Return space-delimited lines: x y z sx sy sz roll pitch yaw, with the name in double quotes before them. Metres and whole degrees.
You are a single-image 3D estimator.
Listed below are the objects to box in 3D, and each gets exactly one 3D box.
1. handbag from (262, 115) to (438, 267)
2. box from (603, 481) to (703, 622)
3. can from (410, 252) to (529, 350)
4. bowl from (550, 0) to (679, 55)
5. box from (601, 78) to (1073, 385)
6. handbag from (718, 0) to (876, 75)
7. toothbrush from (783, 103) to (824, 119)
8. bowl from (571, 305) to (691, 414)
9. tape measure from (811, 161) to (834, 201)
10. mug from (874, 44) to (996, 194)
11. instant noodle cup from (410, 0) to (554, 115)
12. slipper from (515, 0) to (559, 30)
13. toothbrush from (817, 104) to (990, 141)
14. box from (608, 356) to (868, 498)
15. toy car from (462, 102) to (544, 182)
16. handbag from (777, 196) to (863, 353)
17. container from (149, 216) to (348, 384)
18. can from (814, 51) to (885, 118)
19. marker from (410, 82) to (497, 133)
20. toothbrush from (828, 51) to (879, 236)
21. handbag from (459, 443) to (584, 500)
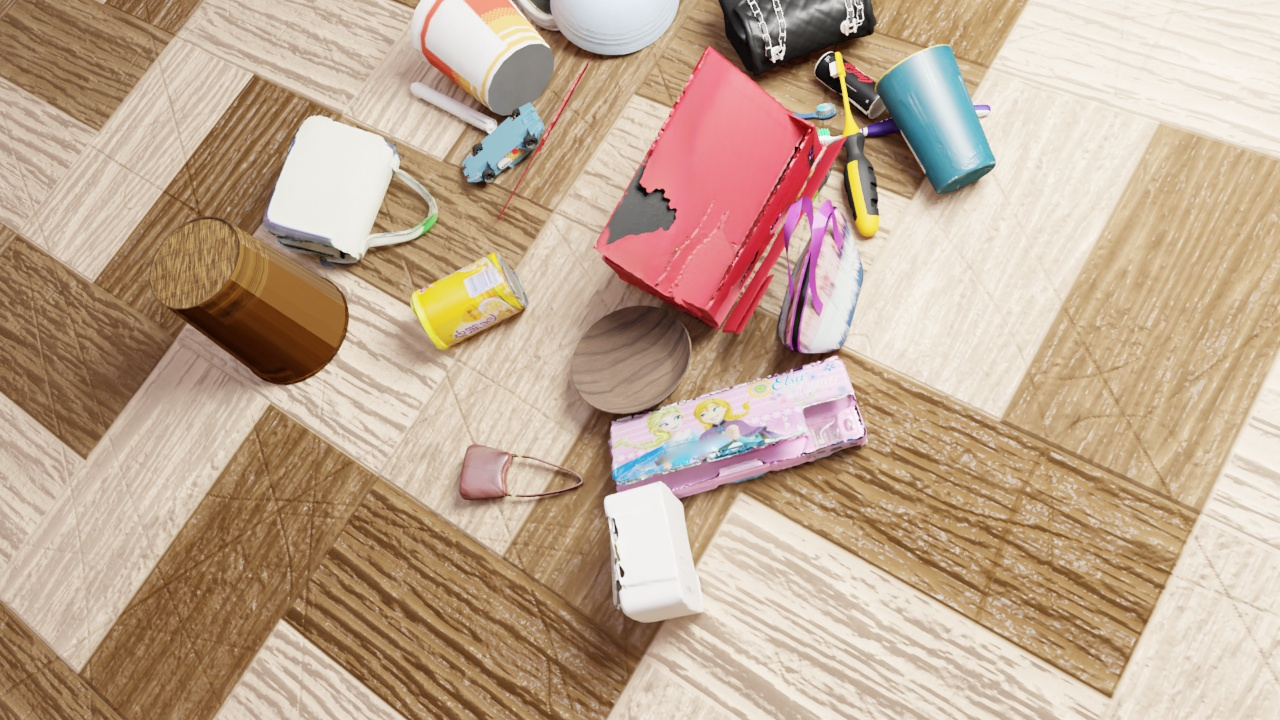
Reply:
"handbag" -0.315 -0.178 1.038 0.176 0.074 0.151 15 74 0
"box" -0.010 0.172 0.789 0.102 0.102 0.108 -18 67 10
"can" -0.175 -0.061 0.944 0.105 0.068 0.067 -26 65 4
"bowl" -0.030 -0.428 1.023 0.150 0.075 0.150 0 76 1
"box" 0.138 -0.118 0.771 0.212 0.128 0.426 -59 34 -2
"handbag" 0.160 -0.377 0.941 0.154 0.115 0.125 -16 54 5
"toothbrush" 0.137 -0.252 0.960 0.135 0.017 0.021 -6 67 13
"bowl" -0.005 0.005 0.885 0.119 0.032 0.119 -9 57 14
"tape measure" 0.152 -0.186 0.919 0.066 0.036 0.058 20 76 21
"mug" 0.283 -0.224 0.869 0.078 0.078 0.121 -23 81 6
"instant noodle cup" -0.171 -0.352 1.033 0.123 0.123 0.121 -42 72 -4
"slipper" -0.149 -0.502 1.113 0.111 0.063 0.264 -38 67 -2
"toothbrush" 0.254 -0.237 0.923 0.187 0.015 0.016 -9 67 11
"box" 0.081 0.062 0.827 0.230 0.063 0.084 -17 65 9
"toy car" -0.149 -0.236 1.026 0.108 0.027 0.060 -37 51 16
"handbag" 0.153 -0.085 0.805 0.068 0.170 0.144 13 73 20
"container" -0.407 -0.065 0.953 0.132 0.167 0.132 -5 68 13
"can" 0.217 -0.283 0.941 0.031 0.031 0.080 -41 65 -3
"marker" -0.222 -0.299 1.075 0.133 0.020 0.017 31 81 24
"toothbrush" 0.210 -0.215 0.906 0.031 0.031 0.196 -15 74 35
"handbag" -0.113 0.112 0.885 0.120 0.029 0.055 4 72 11
